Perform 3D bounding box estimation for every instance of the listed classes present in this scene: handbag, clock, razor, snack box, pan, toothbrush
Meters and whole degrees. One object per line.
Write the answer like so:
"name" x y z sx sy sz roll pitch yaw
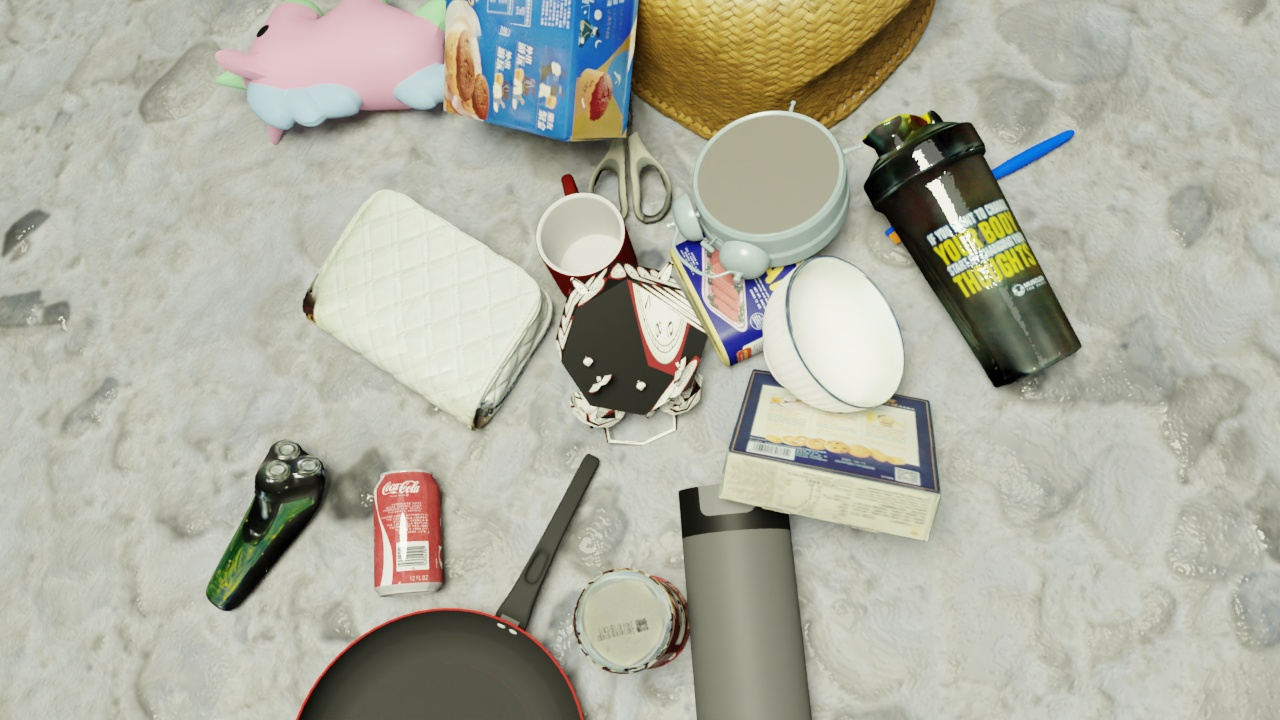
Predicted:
"handbag" -0.177 -0.045 0.785 0.195 0.072 0.139 33 90 15
"clock" 0.093 -0.128 0.724 0.159 0.045 0.122 -44 63 -7
"razor" -0.315 0.137 0.755 0.054 0.067 0.151 32 89 19
"snack box" -0.079 -0.285 0.710 0.155 0.069 0.203 23 117 37
"snack box" 0.140 0.064 0.676 0.144 0.144 0.043 10 115 10
"clock" -0.004 0.004 0.723 0.114 0.065 0.155 -10 115 -7
"pan" -0.115 0.230 0.696 0.209 0.067 0.355 26 61 3
"toothbrush" 0.289 -0.148 0.778 0.182 0.016 0.018 -28 78 -1
"snack box" -0.003 0.189 0.667 0.072 0.121 0.072 -2 73 7

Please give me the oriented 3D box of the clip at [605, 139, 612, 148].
"clip" -0.049 -0.231 0.852 0.058 0.050 0.101 -14 72 11

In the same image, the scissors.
"scissors" -0.024 -0.196 0.790 0.121 0.012 0.171 -29 106 12

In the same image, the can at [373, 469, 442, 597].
"can" -0.188 0.140 0.742 0.054 0.054 0.096 -7 73 6

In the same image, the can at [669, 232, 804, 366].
"can" 0.088 -0.063 0.760 0.092 0.056 0.116 -26 73 1

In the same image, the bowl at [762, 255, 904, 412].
"bowl" 0.133 -0.013 0.685 0.118 0.062 0.118 14 63 -31

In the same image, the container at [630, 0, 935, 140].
"container" 0.102 -0.361 0.773 0.307 0.197 0.306 -2 72 7

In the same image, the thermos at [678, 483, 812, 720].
"thermos" 0.078 0.208 0.671 0.082 0.082 0.240 -6 74 6

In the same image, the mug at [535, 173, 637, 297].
"mug" -0.047 -0.105 0.776 0.073 0.082 0.105 -17 73 3

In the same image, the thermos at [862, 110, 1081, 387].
"thermos" 0.256 -0.091 0.719 0.098 0.098 0.220 -28 83 -1

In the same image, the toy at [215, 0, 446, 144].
"toy" -0.264 -0.269 0.844 0.222 0.120 0.170 23 69 14
